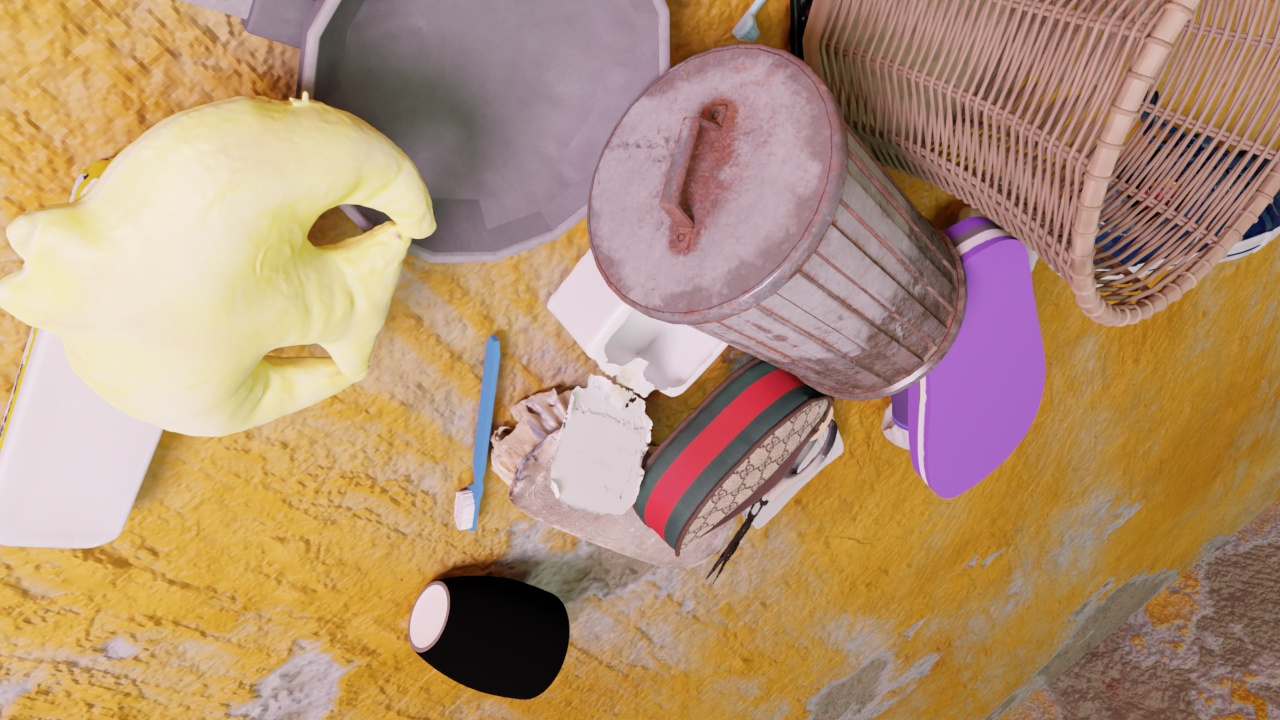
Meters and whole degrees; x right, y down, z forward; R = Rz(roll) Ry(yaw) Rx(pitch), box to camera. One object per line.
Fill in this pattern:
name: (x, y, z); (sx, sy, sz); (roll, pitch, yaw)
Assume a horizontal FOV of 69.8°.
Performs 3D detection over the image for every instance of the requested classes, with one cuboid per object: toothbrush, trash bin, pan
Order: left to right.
pan: (-0.137, -0.138, 0.365); (0.356, 0.041, 0.179); (6, 124, -42)
toothbrush: (-0.107, 0.052, 0.598); (0.014, 0.016, 0.167); (-10, 133, -28)
trash bin: (0.077, -0.060, 0.475); (0.131, 0.131, 0.211); (-50, 144, 13)
toothbrush: (0.099, -0.235, 0.480); (0.155, 0.016, 0.022); (-53, 173, 17)

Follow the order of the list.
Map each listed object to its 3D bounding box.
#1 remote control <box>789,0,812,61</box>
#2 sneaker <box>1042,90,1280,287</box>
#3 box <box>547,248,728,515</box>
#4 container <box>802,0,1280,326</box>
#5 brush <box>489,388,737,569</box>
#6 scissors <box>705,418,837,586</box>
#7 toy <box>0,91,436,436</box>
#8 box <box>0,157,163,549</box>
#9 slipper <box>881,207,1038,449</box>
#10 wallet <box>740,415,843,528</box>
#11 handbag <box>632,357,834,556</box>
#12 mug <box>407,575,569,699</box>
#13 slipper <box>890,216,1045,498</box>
remote control: (0.105, -0.159, 0.557); (0.041, 0.020, 0.152); (-24, 139, -17)
sneaker: (0.485, -0.159, 0.796); (0.294, 0.120, 0.127); (-16, 149, -22)
box: (-0.008, -0.001, 0.577); (0.110, 0.083, 0.190); (26, 93, -48)
container: (0.222, -0.163, 0.485); (0.226, 0.196, 0.227); (-24, 134, -27)
brush: (-0.008, 0.098, 0.687); (0.083, 0.056, 0.271); (-47, 142, 7)
scissors: (0.099, 0.104, 0.739); (0.012, 0.131, 0.170); (30, 124, -18)
toy: (-0.168, -0.035, 0.372); (0.154, 0.064, 0.171); (4, 130, -42)
box: (-0.250, 0.005, 0.427); (0.064, 0.033, 0.210); (11, 119, -42)
slipper: (0.256, -0.020, 0.773); (0.112, 0.075, 0.247); (-48, 157, -43)
wallet: (0.124, 0.086, 0.801); (0.116, 0.032, 0.086); (-38, 139, -15)
handbag: (0.073, 0.069, 0.654); (0.166, 0.063, 0.138); (-45, 155, -3)
mug: (-0.129, 0.208, 0.695); (0.119, 0.084, 0.100); (-28, 138, 36)
slipper: (0.218, -0.010, 0.662); (0.107, 0.084, 0.267); (-33, 139, -3)
